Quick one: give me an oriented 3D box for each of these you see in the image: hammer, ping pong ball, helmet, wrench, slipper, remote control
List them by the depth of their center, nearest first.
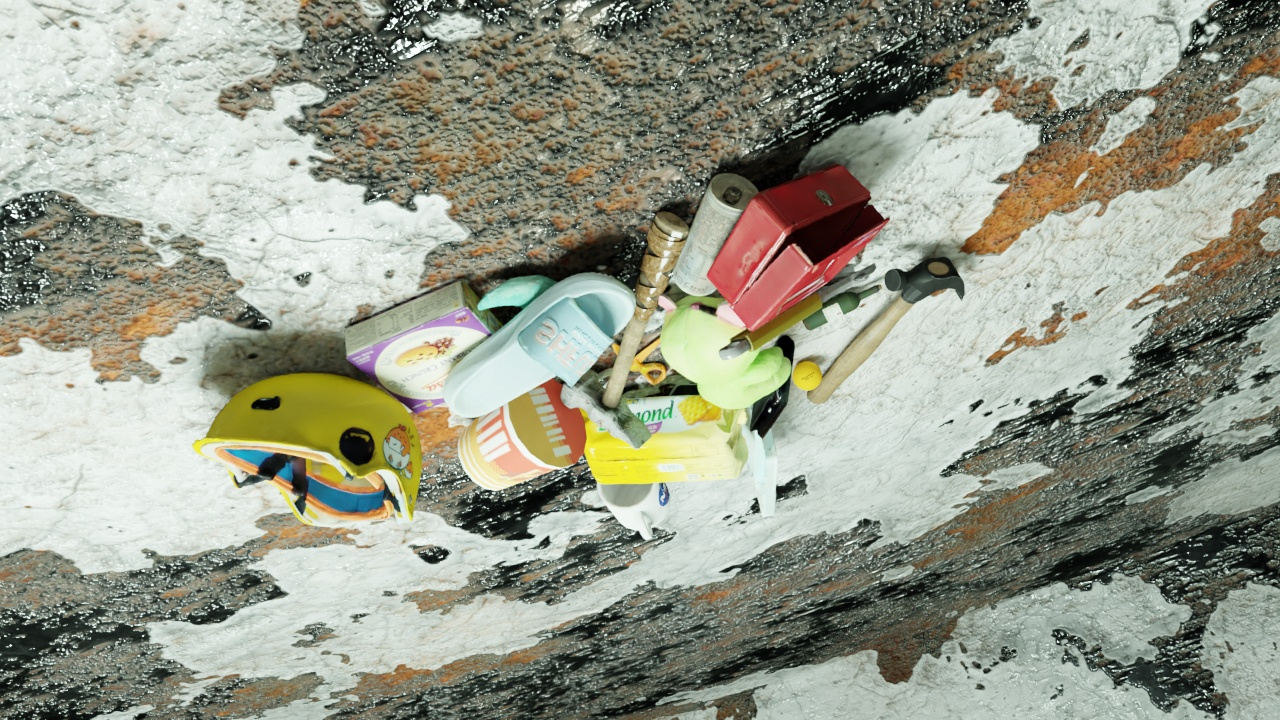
[{"bbox_3d":[-0.104,-0.003,0.984,0.246,0.074,0.104,-33,147,14],"label":"slipper"},{"bbox_3d":[-0.347,0.081,1.005,0.210,0.139,0.240,-9,144,33],"label":"helmet"},{"bbox_3d":[0.174,-0.058,1.010,0.272,0.018,0.084,-30,-168,-37],"label":"wrench"},{"bbox_3d":[-0.006,-0.032,1.042,0.048,0.121,0.320,-39,157,-44],"label":"hammer"},{"bbox_3d":[0.309,-0.029,1.217,0.132,0.040,0.306,-9,152,-27],"label":"hammer"},{"bbox_3d":[0.230,0.021,1.263,0.040,0.040,0.040,-12,147,-8],"label":"ping pong ball"},{"bbox_3d":[0.044,0.075,1.291,0.045,0.008,0.147,1,143,-25],"label":"remote control"}]

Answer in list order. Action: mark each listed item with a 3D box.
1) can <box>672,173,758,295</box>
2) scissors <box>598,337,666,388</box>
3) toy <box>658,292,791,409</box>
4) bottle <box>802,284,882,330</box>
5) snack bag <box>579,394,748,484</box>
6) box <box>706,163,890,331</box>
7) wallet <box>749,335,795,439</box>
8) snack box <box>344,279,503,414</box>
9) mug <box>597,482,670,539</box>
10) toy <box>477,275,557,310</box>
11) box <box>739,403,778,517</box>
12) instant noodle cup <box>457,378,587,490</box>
[{"bbox_3d":[0.076,-0.128,0.960,0.054,0.054,0.136,-3,144,-21],"label":"can"},{"bbox_3d":[-0.015,0.009,1.164,0.128,0.011,0.125,-25,147,12],"label":"scissors"},{"bbox_3d":[0.092,-0.008,1.083,0.150,0.107,0.196,13,168,38],"label":"toy"},{"bbox_3d":[0.253,-0.070,1.152,0.106,0.025,0.025,-26,146,15],"label":"bottle"},{"bbox_3d":[0.025,0.112,1.240,0.247,0.068,0.160,-4,149,10],"label":"snack bag"},{"bbox_3d":[0.159,-0.117,0.936,0.157,0.092,0.130,-31,163,-41],"label":"box"},{"bbox_3d":[0.169,0.034,1.196,0.026,0.114,0.089,18,138,-5],"label":"wallet"},{"bbox_3d":[-0.224,-0.011,1.014,0.143,0.040,0.148,-22,147,8],"label":"snack box"},{"bbox_3d":[-0.005,0.208,1.365,0.091,0.121,0.090,-19,147,5],"label":"mug"},{"bbox_3d":[-0.122,-0.059,0.992,0.085,0.033,0.105,-31,146,3],"label":"toy"},{"bbox_3d":[0.166,0.129,1.309,0.041,0.134,0.197,-13,147,-3],"label":"box"},{"bbox_3d":[-0.154,0.097,1.146,0.121,0.123,0.123,-31,145,35],"label":"instant noodle cup"}]
